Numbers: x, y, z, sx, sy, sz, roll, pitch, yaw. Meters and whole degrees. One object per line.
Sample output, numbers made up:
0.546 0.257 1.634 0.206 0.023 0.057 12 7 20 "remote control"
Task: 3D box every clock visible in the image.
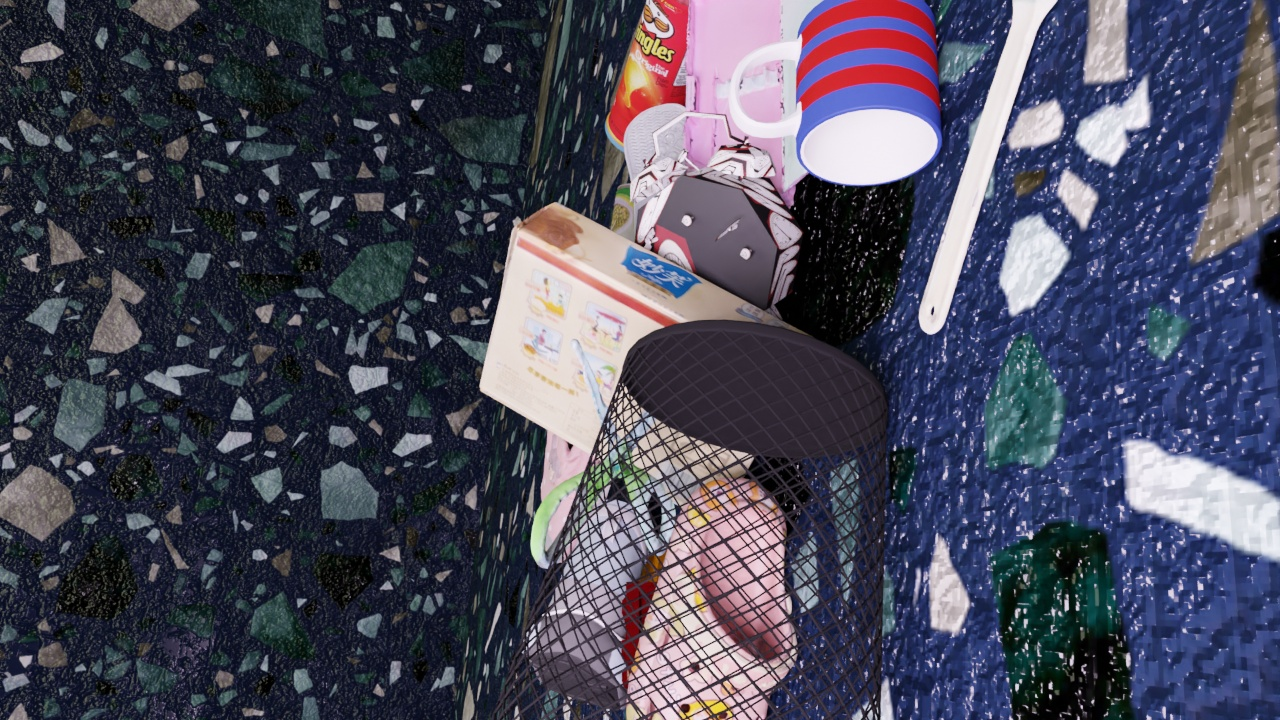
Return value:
0.044 -0.093 0.633 0.064 0.115 0.155 -32 -67 -53 "clock"

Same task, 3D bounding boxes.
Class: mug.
0.104 -0.148 0.498 0.075 0.112 0.076 92 -178 -70 "mug"

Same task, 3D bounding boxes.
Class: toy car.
0.022 0.219 0.674 0.170 0.062 0.070 81 -172 -54 "toy car"

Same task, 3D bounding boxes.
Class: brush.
0.004 0.190 0.872 0.126 0.017 0.048 153 124 -73 "brush"
0.168 -0.115 0.434 0.033 0.012 0.218 -116 36 -67 "brush"

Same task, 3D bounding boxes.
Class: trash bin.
0.037 0.106 0.453 0.184 0.184 0.209 126 161 -61 "trash bin"

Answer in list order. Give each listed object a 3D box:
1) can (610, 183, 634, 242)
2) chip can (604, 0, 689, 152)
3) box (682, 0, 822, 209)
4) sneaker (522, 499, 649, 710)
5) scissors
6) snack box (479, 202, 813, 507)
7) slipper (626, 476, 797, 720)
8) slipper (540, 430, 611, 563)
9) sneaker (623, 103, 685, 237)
-0.002 -0.124 0.993 0.067 0.067 0.121 172 107 -76 "can"
0.027 -0.318 0.968 0.214 0.087 0.086 117 157 -54 "chip can"
0.101 -0.219 0.698 0.161 0.061 0.230 -20 57 42 "box"
-0.034 0.222 0.834 0.257 0.093 0.160 88 -161 -65 "sneaker"
-0.013 0.058 0.537 0.170 0.021 0.173 -50 -50 -37 "scissors"
-0.004 0.004 0.645 0.055 0.207 0.154 -51 -14 -48 "snack box"
0.052 0.170 0.560 0.082 0.093 0.197 177 104 -67 "slipper"
-0.052 0.065 0.832 0.114 0.054 0.275 -116 42 -60 "slipper"
0.044 -0.105 0.763 0.087 0.089 0.235 47 -152 -63 "sneaker"
